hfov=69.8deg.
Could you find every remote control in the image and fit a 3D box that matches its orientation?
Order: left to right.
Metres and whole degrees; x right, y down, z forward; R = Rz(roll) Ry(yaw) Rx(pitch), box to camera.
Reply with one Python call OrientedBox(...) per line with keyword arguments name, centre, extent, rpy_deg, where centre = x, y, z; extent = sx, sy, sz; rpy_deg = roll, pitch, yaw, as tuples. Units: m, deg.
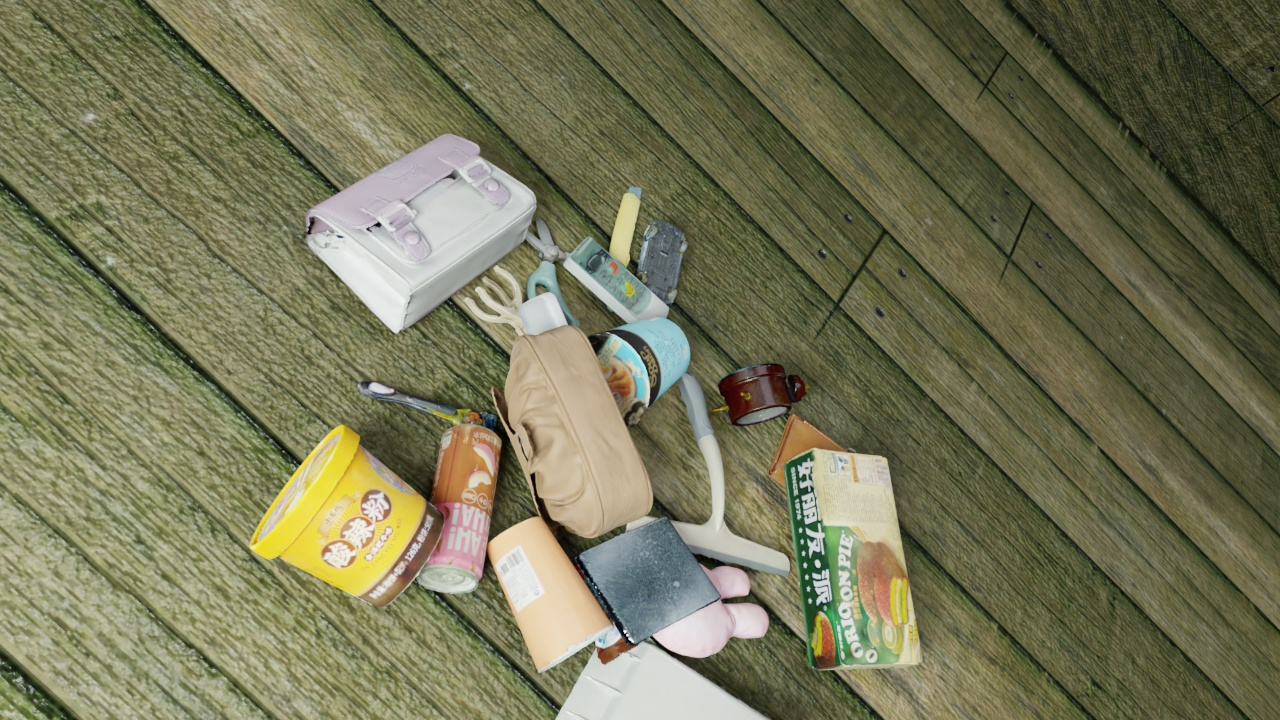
OrientedBox(name="remote control", centre=(-0.085, -0.003, 0.964), extent=(0.020, 0.056, 0.136), rpy_deg=(-26, 94, -43))
OrientedBox(name="remote control", centre=(-0.026, -0.086, 1.081), extent=(0.135, 0.019, 0.056), rpy_deg=(42, 44, -6))

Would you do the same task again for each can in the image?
OrientedBox(name="can", centre=(-0.164, 0.133, 0.836), extent=(0.058, 0.058, 0.147), rpy_deg=(21, 51, -24))

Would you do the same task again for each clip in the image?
OrientedBox(name="clip", centre=(-0.147, -0.047, 0.985), extent=(0.089, 0.035, 0.104), rpy_deg=(-30, 90, -47))

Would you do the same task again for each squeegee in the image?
OrientedBox(name="squeegee", centre=(0.072, 0.101, 1.027), extent=(0.246, 0.039, 0.246), rpy_deg=(23, 44, -36))

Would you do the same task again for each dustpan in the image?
OrientedBox(name="dustpan", centre=(0.037, 0.409, 0.836), extent=(0.258, 0.143, 0.222), rpy_deg=(21, 44, 15))

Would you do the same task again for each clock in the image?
OrientedBox(name="clock", centre=(0.149, 0.042, 1.107), extent=(0.121, 0.082, 0.055), rpy_deg=(0, 66, -35))

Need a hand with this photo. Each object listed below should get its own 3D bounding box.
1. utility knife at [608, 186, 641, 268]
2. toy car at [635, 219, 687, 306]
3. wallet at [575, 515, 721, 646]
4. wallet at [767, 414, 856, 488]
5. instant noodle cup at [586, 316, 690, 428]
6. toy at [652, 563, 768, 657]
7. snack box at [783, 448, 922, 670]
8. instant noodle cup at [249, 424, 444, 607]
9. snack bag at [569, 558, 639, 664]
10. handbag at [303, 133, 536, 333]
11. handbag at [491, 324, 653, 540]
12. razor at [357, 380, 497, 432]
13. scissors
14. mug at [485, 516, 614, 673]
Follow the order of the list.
OrientedBox(name="utility knife", centre=(-0.017, -0.172, 1.171), extent=(0.031, 0.019, 0.174), rpy_deg=(32, 49, -21))
OrientedBox(name="toy car", centre=(0.023, -0.121, 1.155), extent=(0.054, 0.037, 0.120), rpy_deg=(23, 61, -23))
OrientedBox(name="wallet", centre=(0.009, 0.203, 0.858), extent=(0.120, 0.019, 0.097), rpy_deg=(-15, 59, -42))
OrientedBox(name="wallet", centre=(0.224, 0.138, 1.133), extent=(0.132, 0.031, 0.107), rpy_deg=(37, 50, -11))
OrientedBox(name="instant noodle cup", centre=(-0.006, 0.006, 1.009), extent=(0.111, 0.111, 0.120), rpy_deg=(54, 37, 5))
OrientedBox(name="toy", centre=(0.058, 0.243, 0.920), extent=(0.159, 0.054, 0.121), rpy_deg=(13, 35, -34))
OrientedBox(name="snack box", centre=(0.238, 0.225, 1.041), extent=(0.114, 0.063, 0.239), rpy_deg=(8, 65, -27))
OrientedBox(name="instant noodle cup", centre=(-0.234, 0.133, 0.751), extent=(0.114, 0.119, 0.118), rpy_deg=(40, 46, -19))
OrientedBox(name="snack bag", centre=(-0.041, 0.234, 0.878), extent=(0.045, 0.026, 0.105), rpy_deg=(-20, 72, -27))
OrientedBox(name="handbag", centre=(-0.223, -0.143, 0.944), extent=(0.145, 0.099, 0.196), rpy_deg=(37, 49, 9))
OrientedBox(name="handbag", centre=(-0.075, 0.075, 0.879), extent=(0.099, 0.148, 0.204), rpy_deg=(-16, 71, -28))
OrientedBox(name="razor", centre=(-0.204, 0.046, 0.889), extent=(0.142, 0.022, 0.042), rpy_deg=(23, 49, -22))
OrientedBox(name="scissors", centre=(-0.075, -0.099, 1.081), extent=(0.176, 0.019, 0.174), rpy_deg=(0, 61, -35))
OrientedBox(name="mug", centre=(-0.088, 0.209, 0.832), extent=(0.078, 0.078, 0.122), rpy_deg=(-19, 71, -42))
